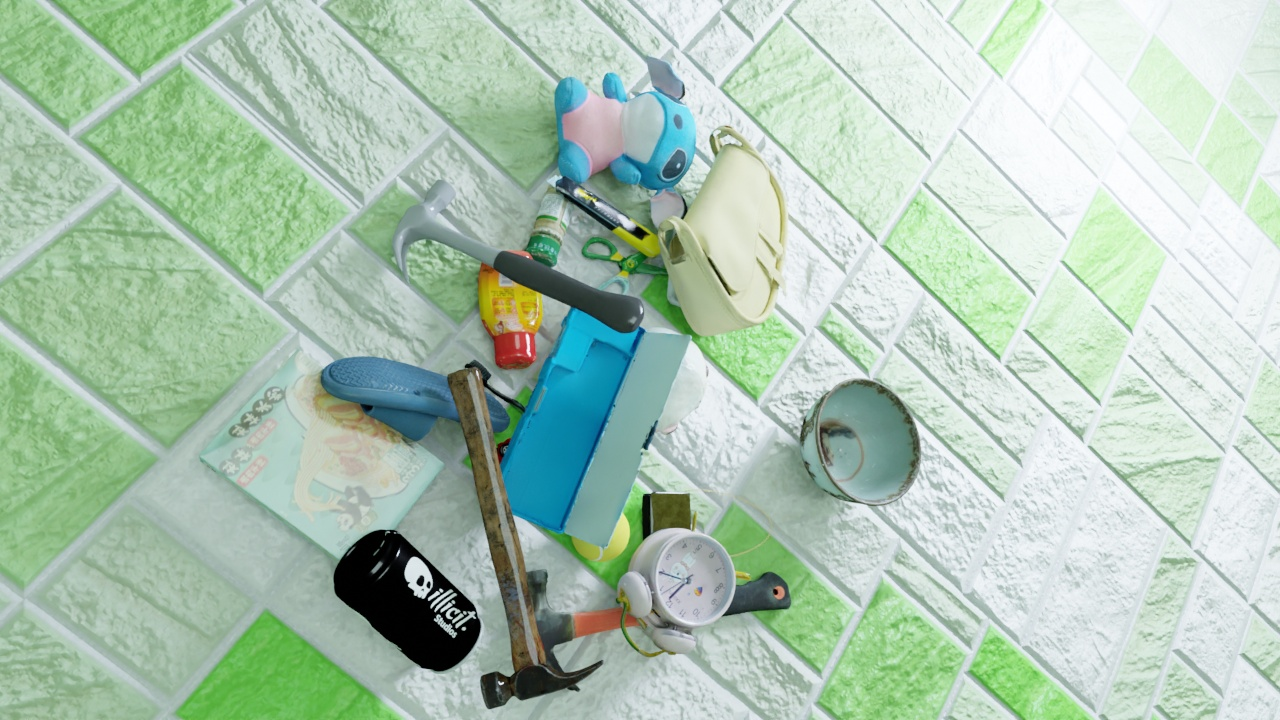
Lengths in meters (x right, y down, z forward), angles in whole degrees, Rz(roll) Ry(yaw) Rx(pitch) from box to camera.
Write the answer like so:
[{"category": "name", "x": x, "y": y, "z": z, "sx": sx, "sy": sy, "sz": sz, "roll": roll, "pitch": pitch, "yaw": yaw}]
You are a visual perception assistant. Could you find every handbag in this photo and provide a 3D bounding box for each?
[{"category": "handbag", "x": 0.084, "y": 0.198, "z": 1.109, "sx": 0.177, "sy": 0.028, "sz": 0.084, "roll": 6, "pitch": 75, "yaw": -28}, {"category": "handbag", "x": 0.114, "y": -0.158, "z": 1.148, "sx": 0.191, "sy": 0.089, "sz": 0.232, "roll": 51, "pitch": 50, "yaw": -35}]

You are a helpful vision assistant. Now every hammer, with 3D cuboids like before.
[{"category": "hammer", "x": 0.029, "y": 0.287, "z": 1.053, "sx": 0.332, "sy": 0.033, "sz": 0.133, "roll": -3, "pitch": 75, "yaw": -25}, {"category": "hammer", "x": -0.137, "y": -0.099, "z": 1.001, "sx": 0.311, "sy": 0.029, "sz": 0.124, "roll": 25, "pitch": 66, "yaw": 19}, {"category": "hammer", "x": -0.131, "y": 0.166, "z": 0.913, "sx": 0.120, "sy": 0.033, "sz": 0.330, "roll": -14, "pitch": 84, "yaw": -6}]

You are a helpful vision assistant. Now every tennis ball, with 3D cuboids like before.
[{"category": "tennis ball", "x": -0.045, "y": 0.192, "z": 1.026, "sx": 0.065, "sy": 0.065, "sz": 0.065, "roll": 6, "pitch": 73, "yaw": -22}]

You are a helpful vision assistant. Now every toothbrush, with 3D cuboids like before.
[{"category": "toothbrush", "x": -0.126, "y": 0.063, "z": 1.054, "sx": 0.188, "sy": 0.014, "sz": 0.017, "roll": 41, "pitch": 56, "yaw": -9}]

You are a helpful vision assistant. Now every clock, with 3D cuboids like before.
[{"category": "clock", "x": 0.037, "y": 0.256, "z": 1.016, "sx": 0.157, "sy": 0.059, "sz": 0.117, "roll": -41, "pitch": 96, "yaw": -28}]

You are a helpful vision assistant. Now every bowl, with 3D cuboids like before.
[{"category": "bowl", "x": 0.264, "y": 0.110, "z": 1.168, "sx": 0.159, "sy": 0.094, "sz": 0.159, "roll": 7, "pitch": 73, "yaw": -22}]

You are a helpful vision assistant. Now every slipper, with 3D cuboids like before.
[{"category": "slipper", "x": -0.235, "y": 0.043, "z": 0.964, "sx": 0.213, "sy": 0.104, "sz": 0.059, "roll": 17, "pitch": 106, "yaw": -40}]

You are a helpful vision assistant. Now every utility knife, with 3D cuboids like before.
[{"category": "utility knife", "x": -0.043, "y": -0.179, "z": 1.126, "sx": 0.174, "sy": 0.020, "sz": 0.028, "roll": 30, "pitch": 60, "yaw": -27}]

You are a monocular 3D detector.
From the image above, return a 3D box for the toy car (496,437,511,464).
[{"category": "toy car", "x": -0.151, "y": 0.129, "z": 1.011, "sx": 0.025, "sy": 0.038, "sz": 0.089, "roll": 11, "pitch": 72, "yaw": -24}]

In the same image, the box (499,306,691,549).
[{"category": "box", "x": -0.054, "y": 0.061, "z": 0.963, "sx": 0.114, "sy": 0.114, "sz": 0.243, "roll": 26, "pitch": 79, "yaw": -18}]

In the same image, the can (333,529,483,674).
[{"category": "can", "x": -0.226, "y": 0.238, "z": 0.902, "sx": 0.080, "sy": 0.080, "sz": 0.146, "roll": -52, "pitch": 122, "yaw": -26}]

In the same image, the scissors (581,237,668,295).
[{"category": "scissors", "x": -0.013, "y": -0.112, "z": 1.153, "sx": 0.130, "sy": 0.012, "sz": 0.112, "roll": 9, "pitch": 69, "yaw": -23}]

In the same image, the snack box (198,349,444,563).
[{"category": "snack box", "x": -0.322, "y": 0.104, "z": 0.939, "sx": 0.193, "sy": 0.044, "sz": 0.141, "roll": 41, "pitch": 65, "yaw": -10}]

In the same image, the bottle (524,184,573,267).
[{"category": "bottle", "x": -0.107, "y": -0.166, "z": 1.109, "sx": 0.042, "sy": 0.043, "sz": 0.109, "roll": 22, "pitch": 67, "yaw": -17}]

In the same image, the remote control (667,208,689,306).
[{"category": "remote control", "x": 0.060, "y": -0.131, "z": 1.183, "sx": 0.050, "sy": 0.022, "sz": 0.133, "roll": 17, "pitch": 69, "yaw": -30}]

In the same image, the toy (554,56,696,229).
[{"category": "toy", "x": -0.016, "y": -0.270, "z": 1.152, "sx": 0.191, "sy": 0.099, "sz": 0.224, "roll": -2, "pitch": 87, "yaw": -19}]

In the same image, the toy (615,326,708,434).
[{"category": "toy", "x": -0.006, "y": 0.006, "z": 1.081, "sx": 0.179, "sy": 0.102, "sz": 0.138, "roll": 29, "pitch": 59, "yaw": 2}]

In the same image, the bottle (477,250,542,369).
[{"category": "bottle", "x": -0.148, "y": -0.057, "z": 1.058, "sx": 0.071, "sy": 0.049, "sz": 0.134, "roll": -1, "pitch": 76, "yaw": -24}]
